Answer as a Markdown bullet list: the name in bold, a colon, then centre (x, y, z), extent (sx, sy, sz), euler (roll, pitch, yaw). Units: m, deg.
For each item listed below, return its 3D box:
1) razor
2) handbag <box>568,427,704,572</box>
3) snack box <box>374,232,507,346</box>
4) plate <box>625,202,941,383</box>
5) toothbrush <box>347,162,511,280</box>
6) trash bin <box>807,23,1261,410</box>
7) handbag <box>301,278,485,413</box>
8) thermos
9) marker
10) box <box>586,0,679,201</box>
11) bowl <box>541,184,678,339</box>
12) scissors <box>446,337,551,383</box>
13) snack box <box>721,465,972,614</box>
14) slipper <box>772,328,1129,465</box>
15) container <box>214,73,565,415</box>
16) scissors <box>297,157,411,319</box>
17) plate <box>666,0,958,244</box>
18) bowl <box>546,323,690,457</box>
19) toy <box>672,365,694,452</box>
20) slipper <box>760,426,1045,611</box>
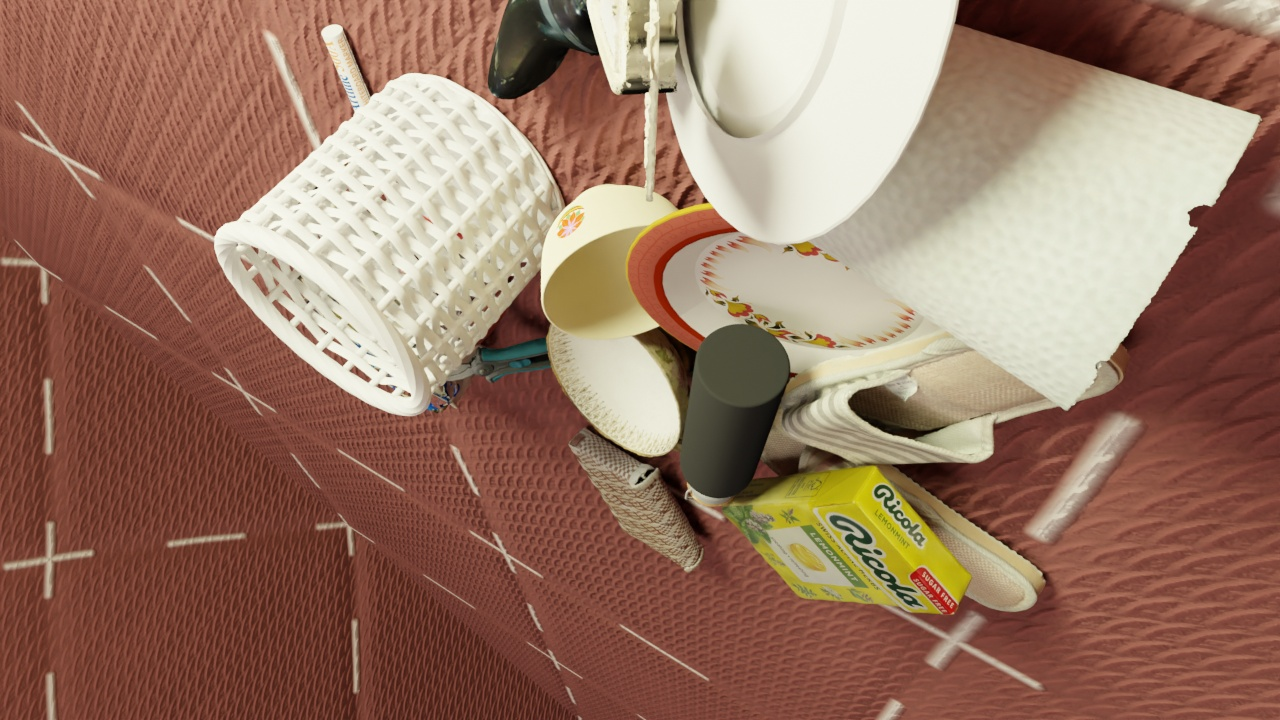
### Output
- **razor**: centre (-0.050, -0.187, 0.534), extent (0.063, 0.052, 0.141), euler (50, 153, -9)
- **handbag**: centre (0.001, 0.157, 1.038), extent (0.124, 0.047, 0.186), euler (24, 152, 41)
- **snack box**: centre (-0.190, -0.073, 0.864), extent (0.121, 0.072, 0.072), euler (33, 154, 9)
- **plate**: centre (0.103, -0.038, 0.577), extent (0.230, 0.021, 0.230), euler (15, 158, 6)
- **toothbrush**: centre (-0.204, -0.132, 0.844), extent (0.212, 0.017, 0.012), euler (32, 153, 8)
- **trash bin**: centre (0.147, -0.076, 0.401), extent (0.161, 0.133, 0.133), euler (32, 154, 20)
- **handbag**: centre (-0.263, -0.030, 0.939), extent (0.201, 0.093, 0.199), euler (29, 171, 19)
- **thermos**: centre (0.063, 0.057, 0.686), extent (0.061, 0.061, 0.232), euler (30, 155, 14)
- **marker**: centre (-0.226, -0.207, 0.752), extent (0.017, 0.017, 0.146), euler (25, 151, 22)
- **box**: centre (-0.029, -0.164, 0.363), extent (0.099, 0.183, 0.144), euler (-7, 136, -7)
- **bowl**: centre (-0.018, -0.079, 0.634), extent (0.118, 0.118, 0.074), euler (87, 167, -57)
- **scissors**: centre (-0.128, -0.003, 0.871), extent (0.136, 0.019, 0.139), euler (15, 137, -26)
- **snack box**: centre (0.150, 0.143, 0.722), extent (0.121, 0.045, 0.181), euler (48, 152, -13)
- **slipper**: centre (0.177, 0.029, 0.583), extent (0.114, 0.054, 0.273), euler (21, 157, -20)
- **container**: centre (-0.183, -0.087, 0.702), extent (0.189, 0.186, 0.190), euler (28, 153, 16)
- **scissors**: centre (-0.272, -0.122, 0.839), extent (0.012, 0.171, 0.157), euler (10, -117, -77)
- **plate**: centre (0.048, -0.151, 0.364), extent (0.209, 0.015, 0.208), euler (172, 90, -66)
- **bowl**: centre (-0.004, 0.004, 0.760), extent (0.145, 0.063, 0.145), euler (31, 144, 26)
- **toy**: centre (0.051, 0.053, 0.801), extent (0.076, 0.062, 0.100), euler (34, 145, 59)
- **slipper**: centre (0.200, 0.130, 0.747), extent (0.263, 0.052, 0.115), euler (33, 155, 7)
